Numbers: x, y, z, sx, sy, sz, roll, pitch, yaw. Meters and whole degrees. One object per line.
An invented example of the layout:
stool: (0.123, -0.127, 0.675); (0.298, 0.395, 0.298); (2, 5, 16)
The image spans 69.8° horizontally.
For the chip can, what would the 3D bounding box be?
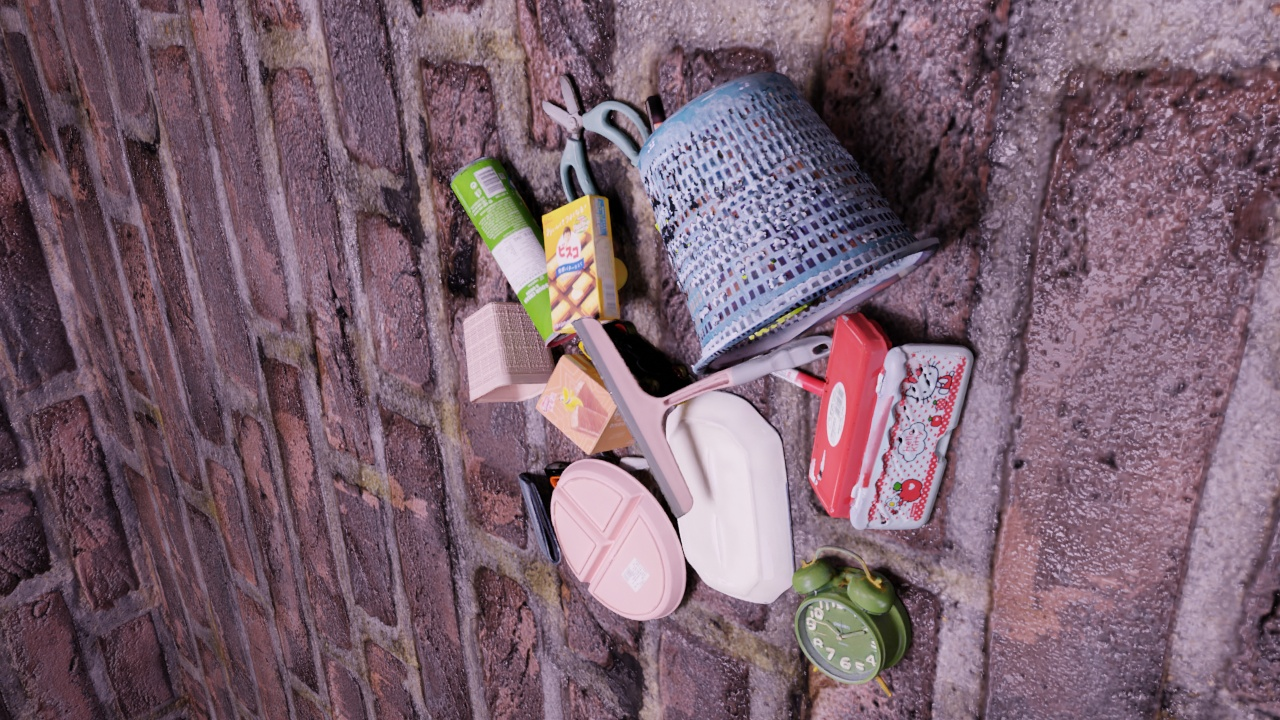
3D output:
chip can: (-0.142, -0.132, 1.111); (0.072, 0.072, 0.236); (-38, 81, 46)

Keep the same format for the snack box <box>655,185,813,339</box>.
snack box: (0.093, -0.099, 0.911); (0.156, 0.026, 0.086); (51, 133, -3)

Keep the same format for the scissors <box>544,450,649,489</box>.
scissors: (-0.055, 0.123, 1.184); (0.234, 0.021, 0.221); (-20, 99, 46)

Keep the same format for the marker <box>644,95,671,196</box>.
marker: (0.024, -0.213, 0.957); (0.015, 0.018, 0.124); (-146, 42, -74)

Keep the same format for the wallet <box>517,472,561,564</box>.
wallet: (-0.144, 0.220, 1.282); (0.097, 0.019, 0.121); (-178, 69, -73)

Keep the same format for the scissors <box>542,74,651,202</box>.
scissors: (-0.043, -0.237, 1.009); (0.181, 0.019, 0.170); (-3, 105, 45)

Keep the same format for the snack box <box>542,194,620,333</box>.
snack box: (-0.067, -0.106, 1.028); (0.087, 0.033, 0.140); (-12, 79, 47)

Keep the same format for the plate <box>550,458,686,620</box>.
plate: (-0.036, 0.235, 1.180); (0.230, 0.028, 0.230); (23, 125, 36)

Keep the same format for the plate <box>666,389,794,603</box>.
plate: (0.094, 0.163, 1.048); (0.162, 0.034, 0.266); (9, 114, 41)

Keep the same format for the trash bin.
trash bin: (0.105, -0.124, 0.781); (0.227, 0.225, 0.195); (-35, 78, 46)

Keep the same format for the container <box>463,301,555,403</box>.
container: (-0.168, -0.011, 1.165); (0.090, 0.090, 0.111); (-26, 71, 48)

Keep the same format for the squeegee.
squeegee: (0.091, 0.020, 0.947); (0.250, 0.040, 0.247); (-22, 101, 28)

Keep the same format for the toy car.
toy car: (-0.006, 0.006, 1.045); (0.156, 0.071, 0.041); (37, 129, 25)

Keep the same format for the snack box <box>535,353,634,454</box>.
snack box: (-0.049, 0.048, 1.075); (0.094, 0.092, 0.077); (38, 111, 25)

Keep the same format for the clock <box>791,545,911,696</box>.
clock: (0.217, 0.266, 0.963); (0.116, 0.056, 0.161); (4, 111, 41)

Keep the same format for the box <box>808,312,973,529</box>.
box: (0.232, 0.059, 0.869); (0.102, 0.100, 0.202); (-111, 22, -59)

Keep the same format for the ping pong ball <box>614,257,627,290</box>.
ping pong ball: (-0.035, -0.098, 1.047); (0.040, 0.040, 0.040); (20, 121, 36)

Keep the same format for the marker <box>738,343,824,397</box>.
marker: (0.133, 0.004, 0.953); (0.145, 0.017, 0.017); (26, 125, 33)
